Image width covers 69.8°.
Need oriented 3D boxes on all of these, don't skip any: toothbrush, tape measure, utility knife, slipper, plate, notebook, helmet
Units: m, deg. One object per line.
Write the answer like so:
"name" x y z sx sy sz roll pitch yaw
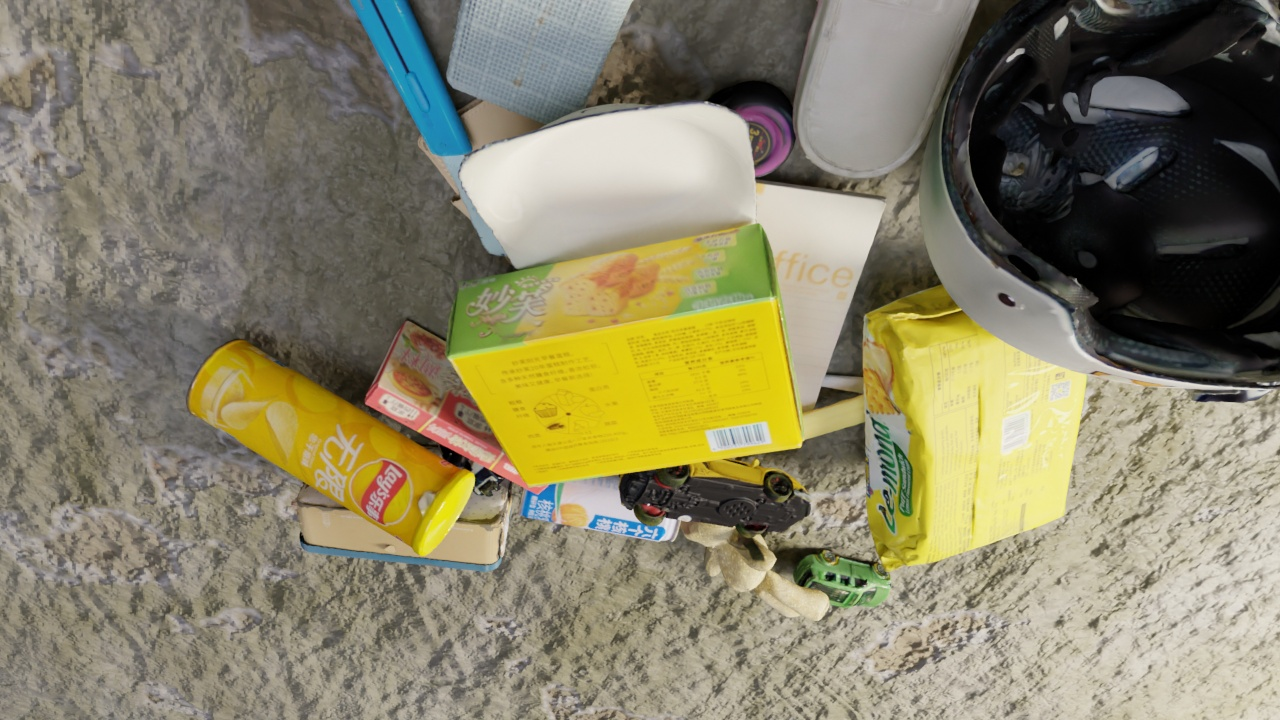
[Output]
"toothbrush" 0.136 0.017 0.714 0.180 0.016 0.016 6 129 -2
"tape measure" 0.070 -0.147 0.581 0.058 0.039 0.057 2 127 8
"utility knife" -0.131 -0.160 0.575 0.034 0.018 0.219 -17 116 16
"tape measure" -0.128 0.067 0.735 0.066 0.065 0.034 46 120 -10
"utility knife" 0.108 0.056 0.710 0.216 0.022 0.031 -20 122 7
"slipper" 0.142 -0.234 0.501 0.114 0.054 0.275 4 123 -1
"plate" -0.015 -0.105 0.549 0.164 0.034 0.164 -9 158 6
"notebook" 0.076 -0.035 0.659 0.146 0.010 0.207 7 128 -6
"helmet" 0.282 -0.086 0.530 0.274 0.230 0.157 5 170 -8

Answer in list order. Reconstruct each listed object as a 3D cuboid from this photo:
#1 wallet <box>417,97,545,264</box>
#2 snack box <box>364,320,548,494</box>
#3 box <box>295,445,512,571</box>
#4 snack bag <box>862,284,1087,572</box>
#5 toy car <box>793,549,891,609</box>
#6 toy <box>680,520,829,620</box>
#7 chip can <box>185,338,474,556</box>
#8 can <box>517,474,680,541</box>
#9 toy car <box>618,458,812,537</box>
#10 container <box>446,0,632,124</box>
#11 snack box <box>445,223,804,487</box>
"wallet" -0.087 -0.120 0.620 0.087 0.024 0.115 -25 123 21
"snack box" -0.129 0.036 0.706 0.153 0.075 0.026 31 128 -19
"box" -0.199 0.118 0.766 0.184 0.089 0.062 6 128 1
"snack bag" 0.248 0.046 0.674 0.158 0.068 0.247 -17 125 -7
"toy car" 0.187 0.205 0.843 0.091 0.036 0.043 12 125 -11
"toy" 0.098 0.171 0.793 0.157 0.066 0.105 43 161 -10
"chip can" -0.233 0.064 0.696 0.213 0.071 0.072 29 126 7
"can" -0.033 0.117 0.776 0.134 0.053 0.053 11 127 -6
"toy car" 0.058 0.103 0.718 0.155 0.041 0.071 11 138 -13
"container" -0.054 -0.202 0.516 0.090 0.090 0.112 20 128 -11
"snack box" -0.004 0.004 0.622 0.210 0.069 0.158 -9 138 11
